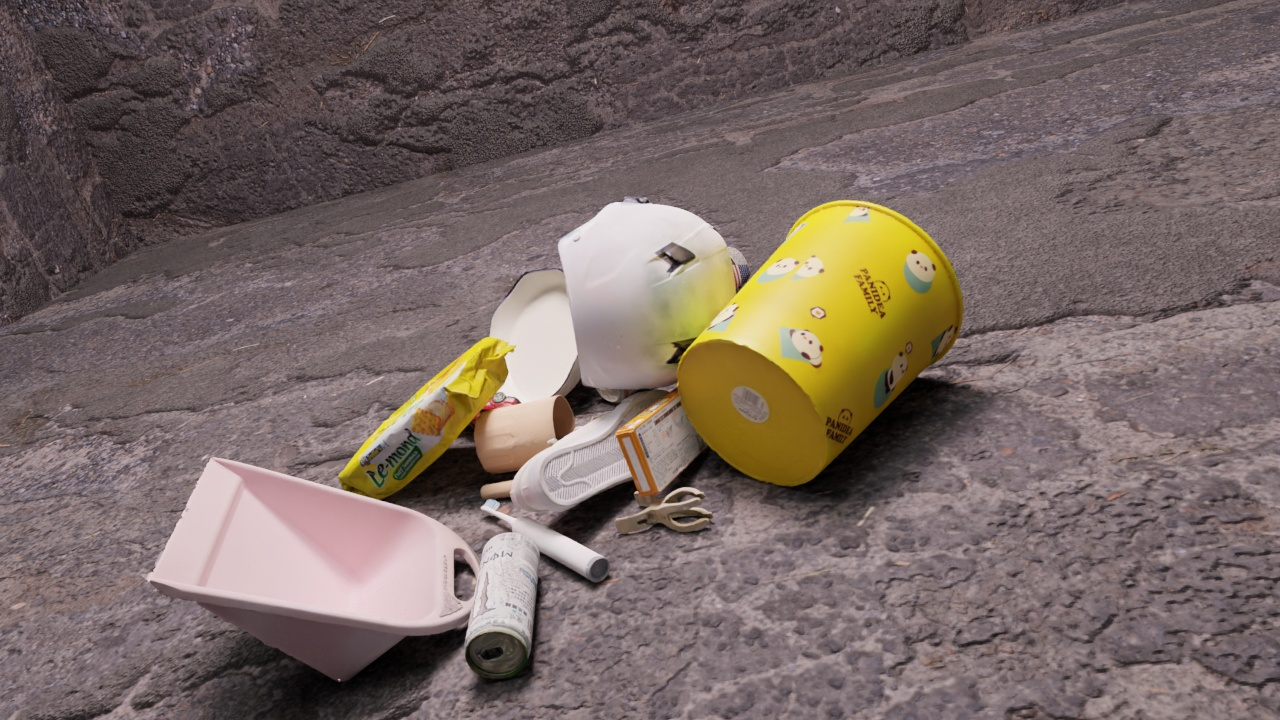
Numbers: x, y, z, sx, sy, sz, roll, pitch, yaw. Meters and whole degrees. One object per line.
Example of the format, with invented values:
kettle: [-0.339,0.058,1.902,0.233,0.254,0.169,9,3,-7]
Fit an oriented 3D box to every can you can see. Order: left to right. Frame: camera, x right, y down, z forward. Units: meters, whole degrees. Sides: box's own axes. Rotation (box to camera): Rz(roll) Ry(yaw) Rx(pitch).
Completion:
can: [-0.127,0.224,0.855,0.058,0.058,0.146,-14,24,4]
can: [-0.007,0.007,1.249,0.059,0.058,0.116,10,35,44]

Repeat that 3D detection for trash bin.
trash bin: [0.186,-0.014,0.996,0.230,0.230,0.254,9,40,44]

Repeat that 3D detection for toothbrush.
toothbrush: [-0.109,0.185,0.970,0.221,0.027,0.026,14,60,49]

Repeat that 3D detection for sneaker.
sneaker: [-0.046,0.108,1.039,0.241,0.089,0.091,-27,-1,-43]

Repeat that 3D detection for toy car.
toy car: [-0.214,0.071,1.245,0.121,0.053,0.045,2,54,25]

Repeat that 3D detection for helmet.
helmet: [0.033,-0.078,1.068,0.146,0.229,0.257,5,17,36]

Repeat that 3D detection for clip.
clip: [0.028,0.153,0.951,0.099,0.034,0.065,-9,25,35]

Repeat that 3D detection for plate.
plate: [-0.138,-0.028,1.285,0.205,0.204,0.045,11,-7,45]

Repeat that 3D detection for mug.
mug: [-0.139,0.108,1.106,0.104,0.084,0.124,-11,51,14]

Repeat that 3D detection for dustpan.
dustpan: [-0.291,0.178,0.886,0.139,0.273,0.222,-40,27,6]

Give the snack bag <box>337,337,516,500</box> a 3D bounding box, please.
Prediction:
snack bag: [-0.262,0.075,1.152,0.247,0.068,0.157,-38,14,26]

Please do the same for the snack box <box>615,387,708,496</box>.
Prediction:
snack box: [0.030,0.084,1.004,0.026,0.075,0.153,-16,9,31]

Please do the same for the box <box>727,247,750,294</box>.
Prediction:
box: [0.110,-0.122,1.424,0.076,0.088,0.162,25,43,34]
